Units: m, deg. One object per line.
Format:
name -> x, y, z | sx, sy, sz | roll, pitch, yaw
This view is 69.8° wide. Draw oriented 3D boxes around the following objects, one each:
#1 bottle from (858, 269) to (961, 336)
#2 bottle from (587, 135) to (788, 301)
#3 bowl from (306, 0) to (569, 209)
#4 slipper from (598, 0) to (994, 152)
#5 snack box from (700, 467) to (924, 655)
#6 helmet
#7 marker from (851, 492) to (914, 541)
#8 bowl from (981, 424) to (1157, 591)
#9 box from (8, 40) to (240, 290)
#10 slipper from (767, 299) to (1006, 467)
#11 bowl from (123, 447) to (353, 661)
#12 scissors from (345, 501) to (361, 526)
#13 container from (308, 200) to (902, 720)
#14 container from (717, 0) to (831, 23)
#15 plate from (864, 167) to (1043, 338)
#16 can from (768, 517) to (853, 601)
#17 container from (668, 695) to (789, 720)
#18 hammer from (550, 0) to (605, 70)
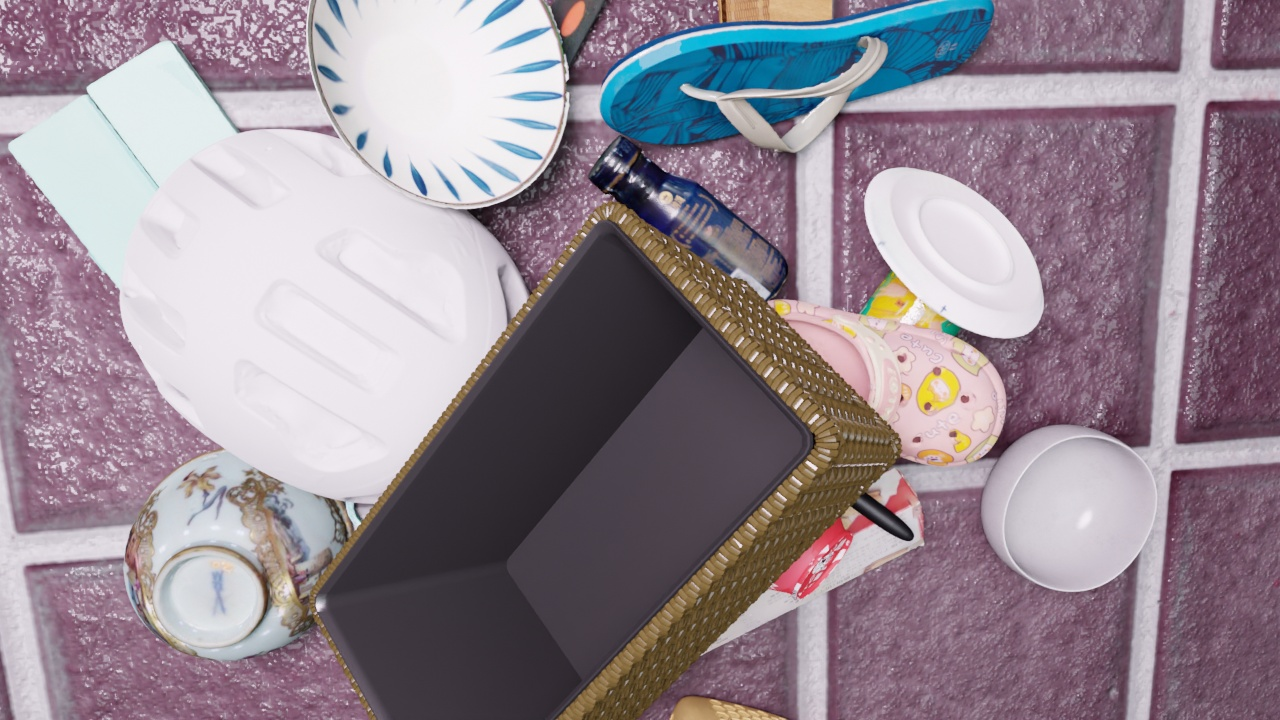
bottle -> 0.168, 0.019, 0.703 | 0.068, 0.068, 0.210 | 32, 103, -13
bottle -> 0.035, -0.099, 0.668 | 0.161, 0.056, 0.056 | 38, 94, -13
bowl -> -0.137, -0.182, 0.588 | 0.177, 0.071, 0.177 | 0, 91, -40
slipper -> 0.115, -0.186, 0.633 | 0.294, 0.118, 0.060 | -15, 75, -12
snack box -> 0.093, 0.172, 0.725 | 0.273, 0.044, 0.077 | -26, 139, -1
helmet -> -0.203, -0.031, 0.608 | 0.282, 0.184, 0.224 | 39, 83, 1
marker -> 0.146, 0.094, 0.683 | 0.134, 0.015, 0.018 | 36, 137, 3
bowl -> 0.340, 0.115, 0.749 | 0.131, 0.064, 0.132 | -1, 101, -8
box -> -0.321, -0.105, 0.635 | 0.136, 0.033, 0.186 | -35, 103, -5
slipper -> 0.155, 0.013, 0.629 | 0.197, 0.081, 0.093 | 20, 100, 8
bowl -> -0.293, 0.149, 0.653 | 0.160, 0.094, 0.160 | -2, 102, -8
scissors -> -0.168, 0.131, 0.698 | 0.070, 0.014, 0.130 | -44, 93, 2
container -> -0.009, 0.097, 0.562 | 0.322, 0.204, 0.176 | -50, 63, 19
container -> 0.092, -0.273, 0.622 | 0.063, 0.061, 0.114 | -15, 118, -18
plate -> 0.231, -0.084, 0.663 | 0.157, 0.156, 0.014 | 24, 138, -12
can -> 0.080, 0.105, 0.675 | 0.142, 0.074, 0.074 | 40, 94, 27
container -> 0.100, 0.361, 0.712 | 0.183, 0.167, 0.129 | 22, 97, -11
hammer -> -0.038, -0.259, 0.641 | 0.133, 0.033, 0.333 | 31, 96, -14
